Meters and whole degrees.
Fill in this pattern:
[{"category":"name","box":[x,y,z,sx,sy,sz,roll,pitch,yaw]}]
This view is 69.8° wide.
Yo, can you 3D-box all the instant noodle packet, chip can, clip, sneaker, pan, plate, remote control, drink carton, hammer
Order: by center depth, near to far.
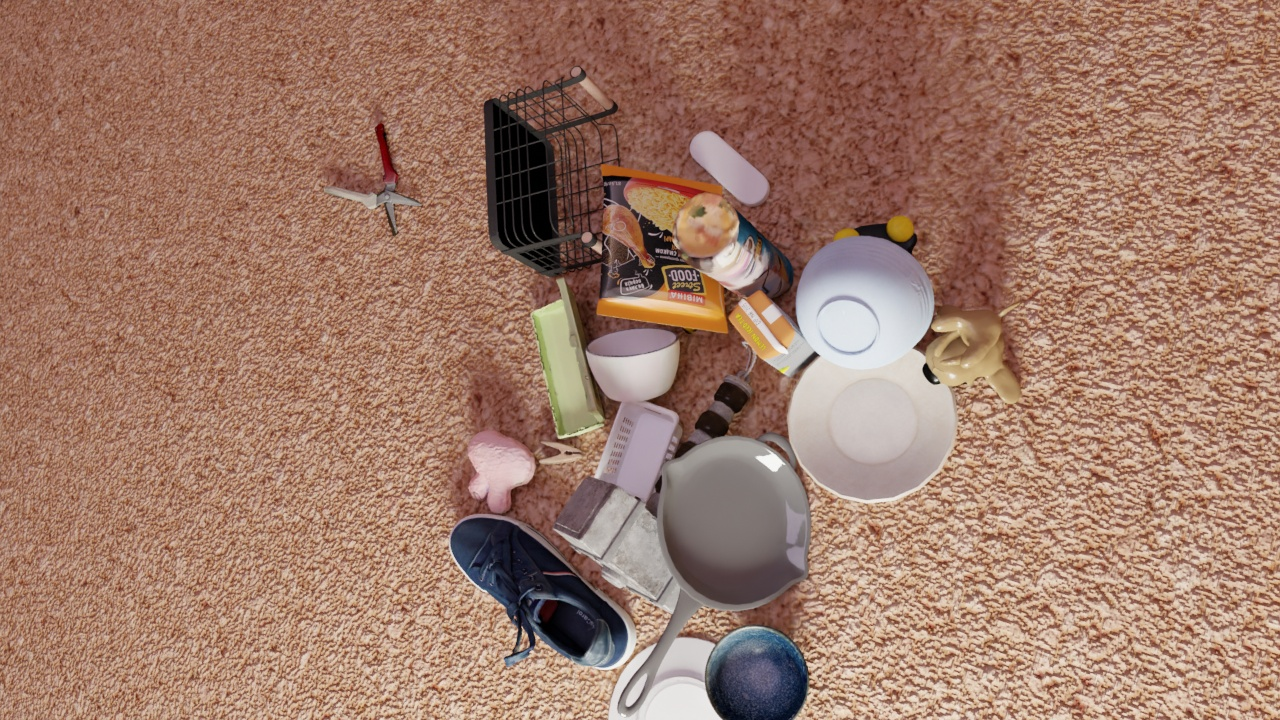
[{"category":"pan","box":[0.071,0.231,1.015,0.216,0.024,0.353,39,69,-12]},{"category":"chip can","box":[0.111,-0.118,1.041,0.080,0.229,0.079,-4,80,24]},{"category":"plate","box":[0.263,0.067,1.044,0.189,0.027,0.188,-6,77,24]},{"category":"drink carton","box":[0.156,-0.029,1.059,0.048,0.124,0.076,-41,65,11]},{"category":"plate","box":[0.054,0.432,1.070,0.209,0.015,0.208,-6,77,24]},{"category":"hammer","box":[0.056,0.122,1.080,0.325,0.177,0.080,-55,26,-16]},{"category":"instant noodle packet","box":[0.028,-0.140,1.126,0.159,0.032,0.220,8,62,-13]},{"category":"sneaker","box":[-0.149,0.286,1.137,0.295,0.127,0.120,30,91,29]},{"category":"remote control","box":[0.115,-0.249,1.188,0.043,0.013,0.136,-47,65,9]},{"category":"clip","box":[-0.106,0.116,1.208,0.061,0.024,0.041,-10,76,12]}]

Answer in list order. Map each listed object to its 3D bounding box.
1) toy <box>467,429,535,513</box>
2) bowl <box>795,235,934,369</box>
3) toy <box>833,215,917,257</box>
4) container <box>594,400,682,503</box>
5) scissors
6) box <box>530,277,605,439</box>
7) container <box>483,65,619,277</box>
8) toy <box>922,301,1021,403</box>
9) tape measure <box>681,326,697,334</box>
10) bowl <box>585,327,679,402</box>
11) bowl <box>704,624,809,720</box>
[{"category":"toy","box":[-0.192,0.149,1.227,0.108,0.053,0.105,26,101,27]},{"category":"bowl","box":[0.231,-0.050,0.982,0.151,0.074,0.151,14,123,22]},{"category":"toy","box":[0.266,-0.097,1.043,0.097,0.099,0.119,-14,96,2]},{"category":"container","box":[0.001,0.118,1.142,0.081,0.049,0.129,19,87,27]},{"category":"scissors","box":[-0.424,-0.274,1.442,0.180,0.015,0.198,-16,74,20]},{"category":"box","box":[-0.087,-0.001,1.205,0.131,0.064,0.188,-48,52,56]},{"category":"container","box":[-0.103,-0.237,1.202,0.130,0.162,0.241,-10,75,23]},{"category":"toy","box":[0.349,-0.016,0.971,0.106,0.108,0.134,-31,67,1]},{"category":"tape measure","box":[0.049,-0.074,1.153,0.038,0.062,0.067,-37,65,13]},{"category":"bowl","box":[-0.007,0.007,1.140,0.116,0.116,0.066,1,110,25]},{"category":"bowl","box":[0.132,0.355,1.021,0.114,0.061,0.114,-5,68,13]}]
